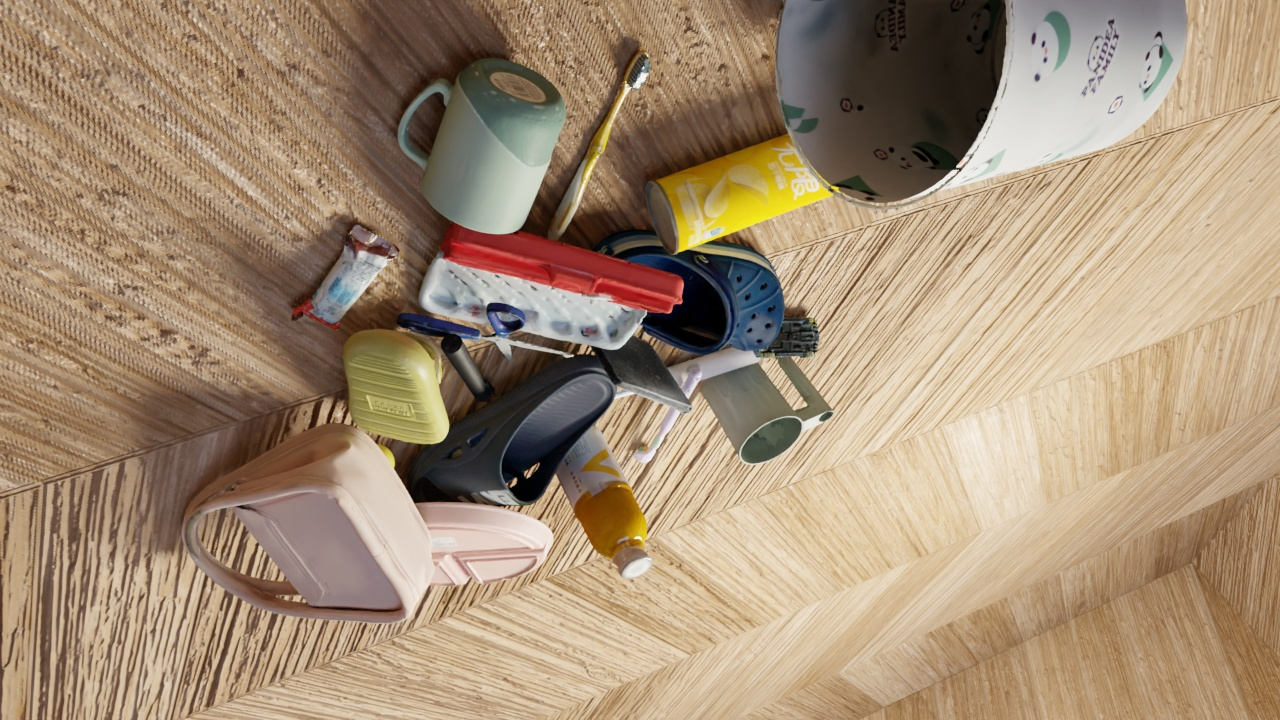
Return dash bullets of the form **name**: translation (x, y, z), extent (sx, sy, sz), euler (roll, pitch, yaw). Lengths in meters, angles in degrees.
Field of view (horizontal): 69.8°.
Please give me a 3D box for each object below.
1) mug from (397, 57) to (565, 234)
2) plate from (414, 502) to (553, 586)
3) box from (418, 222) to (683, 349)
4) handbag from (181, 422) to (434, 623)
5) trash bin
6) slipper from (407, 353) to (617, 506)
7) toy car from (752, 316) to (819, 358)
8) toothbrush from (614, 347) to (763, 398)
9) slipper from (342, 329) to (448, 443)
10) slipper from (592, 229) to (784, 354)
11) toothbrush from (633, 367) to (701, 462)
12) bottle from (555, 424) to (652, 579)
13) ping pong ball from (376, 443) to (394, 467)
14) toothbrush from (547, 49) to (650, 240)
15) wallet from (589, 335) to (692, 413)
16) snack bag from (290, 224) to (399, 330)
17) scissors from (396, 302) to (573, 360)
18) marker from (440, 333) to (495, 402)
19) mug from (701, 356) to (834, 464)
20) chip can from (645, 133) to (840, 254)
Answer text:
- **mug**: translation (-0.121, -0.166, 0.680), extent (0.111, 0.082, 0.107), euler (21, 126, -11)
- **plate**: translation (-0.212, 0.211, 1.022), extent (0.229, 0.028, 0.230), euler (-1, 150, -1)
- **box**: translation (-0.079, -0.064, 0.792), extent (0.201, 0.060, 0.161), euler (13, 159, -21)
- **handbag**: translation (-0.334, 0.172, 0.883), extent (0.234, 0.093, 0.193), euler (-13, 122, 14)
- **trash bin**: translation (0.278, -0.248, 0.732), extent (0.251, 0.229, 0.230), euler (-12, 140, -30)
- **slipper**: translation (-0.132, 0.096, 0.948), extent (0.268, 0.083, 0.110), euler (-36, 139, 16)
- **toy car**: translation (0.163, -0.027, 1.052), extent (0.105, 0.031, 0.049), euler (-1, 90, -37)
- **toothbrush**: translation (0.037, 0.019, 1.036), extent (0.220, 0.026, 0.026), euler (-17, 161, -16)
- **slipper**: translation (-0.208, 0.012, 0.811), extent (0.091, 0.081, 0.191), euler (17, 153, -1)
- **slipper**: translation (0.060, -0.060, 0.906), extent (0.252, 0.095, 0.105), euler (14, 128, -39)
- **toothbrush**: translation (0.033, 0.065, 1.067), extent (0.029, 0.021, 0.190), euler (-7, 148, -27)
- **bottle**: translation (-0.042, 0.151, 1.001), extent (0.068, 0.189, 0.068), euler (-19, 141, -16)
- **ping pong ball**: translation (-0.267, 0.103, 0.920), extent (0.040, 0.040, 0.040), euler (-18, 142, -15)
- **toothbrush**: translation (-0.037, -0.172, 0.770), extent (0.016, 0.018, 0.192), euler (5, 132, -35)
- **wallet**: translation (-0.006, 0.005, 0.933), extent (0.120, 0.097, 0.019), euler (22, 115, -47)
- **snack bag**: translation (-0.243, -0.063, 0.753), extent (0.045, 0.026, 0.105), euler (28, 115, -39)
- **scissors**: translation (-0.135, -0.024, 0.835), extent (0.175, 0.012, 0.163), euler (10, 163, -20)
- **marker**: translation (-0.162, 0.010, 0.871), extent (0.022, 0.020, 0.132), euler (-2, 157, 3)
- **mug**: translation (0.147, 0.050, 1.082), extent (0.124, 0.103, 0.084), euler (-23, 143, -11)
- **chip can**: translation (0.114, -0.164, 0.836), extent (0.213, 0.072, 0.072), euler (-21, 142, -11)
